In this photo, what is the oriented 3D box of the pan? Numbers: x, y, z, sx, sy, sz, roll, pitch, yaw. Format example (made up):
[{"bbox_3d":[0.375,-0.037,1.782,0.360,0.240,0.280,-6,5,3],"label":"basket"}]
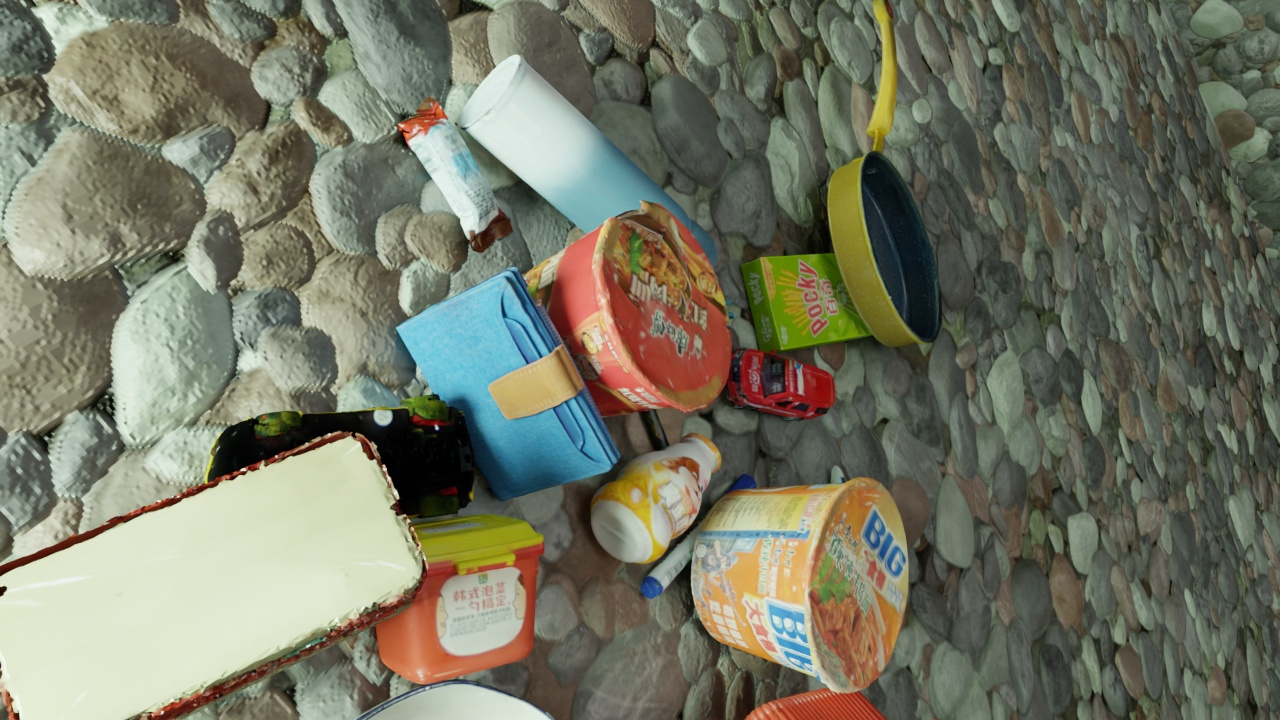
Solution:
[{"bbox_3d":[0.247,-0.190,0.919,0.197,0.078,0.357,6,71,-56],"label":"pan"}]

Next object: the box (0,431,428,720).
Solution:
[{"bbox_3d":[-0.185,0.103,0.406,0.168,0.079,0.091,-23,77,-24],"label":"box"}]

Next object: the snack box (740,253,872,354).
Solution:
[{"bbox_3d":[0.160,-0.055,0.857,0.156,0.026,0.085,-8,84,-44],"label":"snack box"}]

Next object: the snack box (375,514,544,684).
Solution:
[{"bbox_3d":[-0.105,0.134,0.520,0.091,0.082,0.080,-2,89,-37],"label":"snack box"}]

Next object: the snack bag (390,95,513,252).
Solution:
[{"bbox_3d":[-0.122,-0.123,0.609,0.105,0.026,0.045,59,38,-15],"label":"snack bag"}]

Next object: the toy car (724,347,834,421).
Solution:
[{"bbox_3d":[0.120,0.020,0.788,0.120,0.045,0.053,11,70,-39],"label":"toy car"}]

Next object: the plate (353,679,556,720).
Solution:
[{"bbox_3d":[-0.116,0.279,0.493,0.204,0.046,0.204,13,70,-40],"label":"plate"}]

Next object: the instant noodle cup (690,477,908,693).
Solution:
[{"bbox_3d":[0.116,0.160,0.684,0.151,0.112,0.151,2,87,-48],"label":"instant noodle cup"}]

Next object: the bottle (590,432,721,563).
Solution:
[{"bbox_3d":[0.014,0.093,0.652,0.108,0.063,0.063,-39,106,-41],"label":"bottle"}]

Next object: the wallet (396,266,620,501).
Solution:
[{"bbox_3d":[-0.080,0.019,0.555,0.133,0.107,0.040,62,35,-13],"label":"wallet"}]

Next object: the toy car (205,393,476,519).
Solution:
[{"bbox_3d":[-0.161,0.059,0.511,0.155,0.041,0.071,-3,81,-40],"label":"toy car"}]

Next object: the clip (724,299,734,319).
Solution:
[{"bbox_3d":[0.057,-0.042,0.766,0.056,0.014,0.041,0,80,-42],"label":"clip"}]

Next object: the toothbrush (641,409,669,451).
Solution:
[{"bbox_3d":[-0.004,0.004,0.692,0.012,0.017,0.186,-26,97,-47],"label":"toothbrush"}]

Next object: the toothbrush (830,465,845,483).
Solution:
[{"bbox_3d":[0.179,0.189,0.818,0.018,0.016,0.191,6,75,-31],"label":"toothbrush"}]

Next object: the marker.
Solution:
[{"bbox_3d":[0.047,0.133,0.706,0.145,0.017,0.017,-38,105,-42],"label":"marker"}]

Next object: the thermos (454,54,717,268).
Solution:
[{"bbox_3d":[-0.030,-0.125,0.673,0.220,0.070,0.070,38,55,-31],"label":"thermos"}]

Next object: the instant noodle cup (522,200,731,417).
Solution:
[{"bbox_3d":[-0.021,-0.020,0.608,0.137,0.109,0.137,27,54,-45],"label":"instant noodle cup"}]

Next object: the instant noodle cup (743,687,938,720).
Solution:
[{"bbox_3d":[0.110,0.295,0.639,0.188,0.165,0.079,9,34,-42],"label":"instant noodle cup"}]
